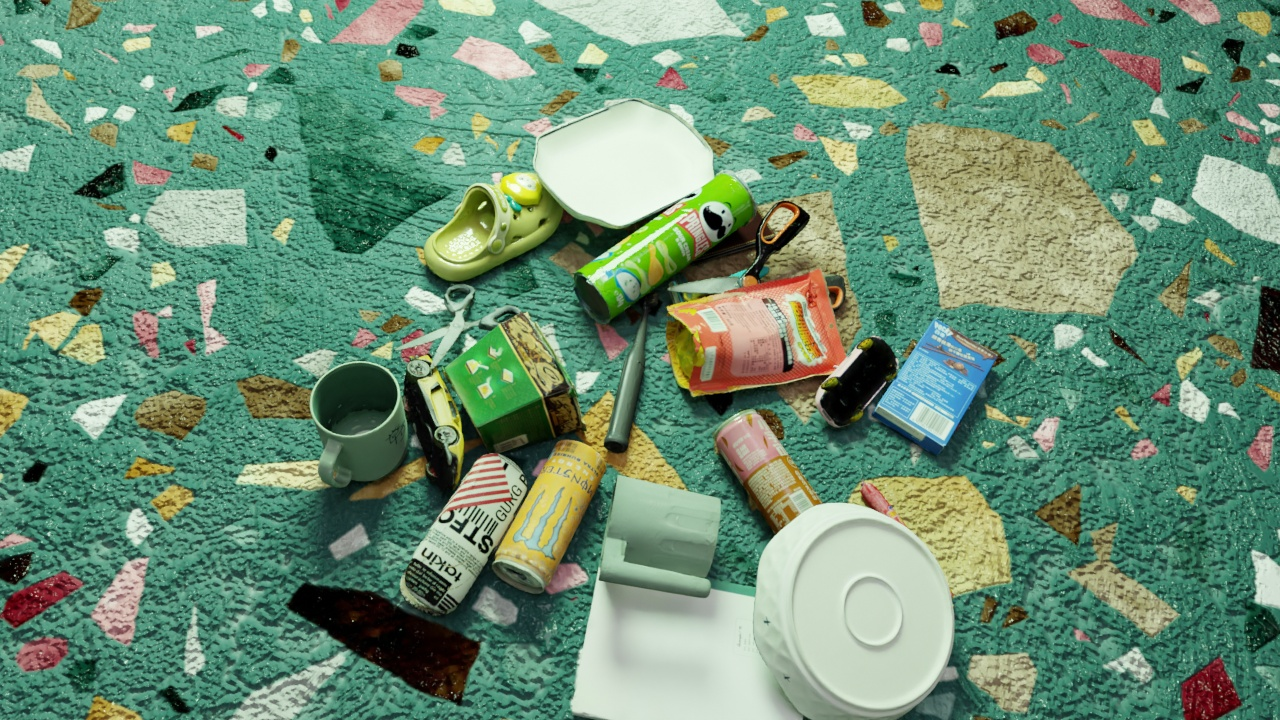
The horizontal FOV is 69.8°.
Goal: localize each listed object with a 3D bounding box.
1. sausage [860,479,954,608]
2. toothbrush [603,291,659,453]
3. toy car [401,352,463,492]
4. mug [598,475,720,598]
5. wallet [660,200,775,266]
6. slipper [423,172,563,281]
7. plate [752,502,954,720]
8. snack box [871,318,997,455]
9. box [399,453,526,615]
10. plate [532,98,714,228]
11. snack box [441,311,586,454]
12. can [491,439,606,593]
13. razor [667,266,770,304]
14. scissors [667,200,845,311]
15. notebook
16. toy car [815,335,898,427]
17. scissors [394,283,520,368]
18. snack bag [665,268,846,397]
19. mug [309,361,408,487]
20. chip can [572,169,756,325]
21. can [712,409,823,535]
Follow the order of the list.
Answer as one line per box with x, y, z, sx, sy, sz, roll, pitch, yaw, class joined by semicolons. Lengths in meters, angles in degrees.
0.273;0.186;0.941;0.020;0.020;0.155;-22;62;-21;sausage
-0.006;0.006;1.019;0.026;0.027;0.212;36;50;-29;toothbrush
-0.207;0.063;0.924;0.041;0.071;0.155;-8;51;-29;toy car
0.018;0.172;0.869;0.103;0.084;0.123;11;32;-2;mug
0.098;-0.173;1.158;0.122;0.020;0.096;-18;65;-19;wallet
-0.171;-0.167;1.082;0.190;0.082;0.091;-39;71;-25;slipper
0.204;0.232;0.849;0.204;0.046;0.204;6;72;-17;plate
0.338;0.028;1.050;0.084;0.026;0.156;33;58;14;snack box
-0.169;0.170;0.884;0.074;0.080;0.163;35;54;-11;box
-0.019;-0.242;1.148;0.162;0.034;0.264;47;51;10;plate
-0.131;0.034;0.943;0.105;0.118;0.117;-29;63;-10;snack box
-0.087;0.149;0.894;0.058;0.058;0.145;22;56;7;can
0.096;-0.090;1.095;0.132;0.028;0.043;-20;85;-20;razor
0.144;-0.102;1.093;0.221;0.022;0.223;14;75;-12;scissors
0.051;0.273;0.857;0.209;0.012;0.150;11;55;-1;notebook
0.241;0.024;1.028;0.122;0.037;0.056;-43;101;-25;toy car
-0.195;-0.039;0.995;0.171;0.014;0.159;1;35;-30;scissors
0.136;-0.029;1.038;0.207;0.073;0.128;-12;76;-21;snack bag
-0.275;0.075;0.889;0.082;0.107;0.111;18;56;4;mug
0.029;-0.134;1.075;0.235;0.072;0.072;-37;68;-20;chip can
0.136;0.123;0.941;0.057;0.058;0.147;-22;62;-21;can
